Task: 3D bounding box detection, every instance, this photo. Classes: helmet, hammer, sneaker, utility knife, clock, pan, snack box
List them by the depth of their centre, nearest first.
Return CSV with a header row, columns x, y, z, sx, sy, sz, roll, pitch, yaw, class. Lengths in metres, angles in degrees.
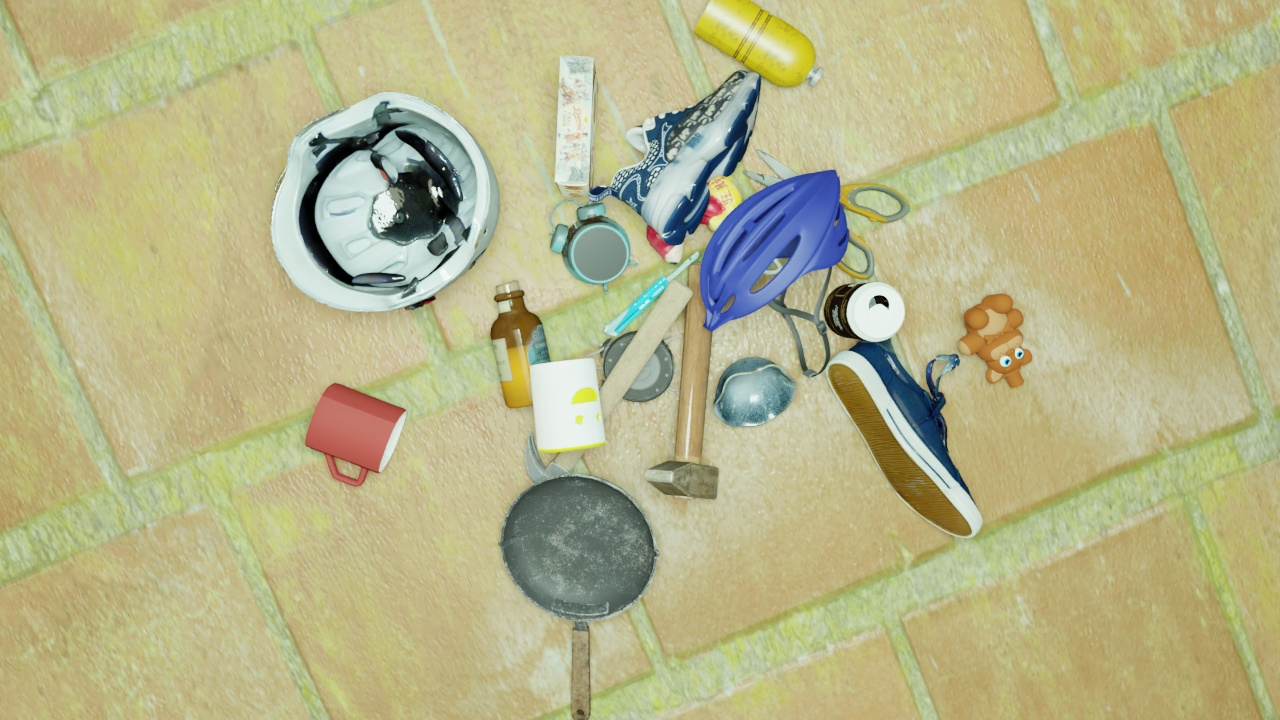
x,y,z,sx,sy,sz,roll,pitch,yaw,class
-0.293,-0.179,1.097,0.264,0.163,0.236,-36,91,6,helmet
-0.076,-0.277,1.109,0.041,0.143,0.147,3,94,-1,snack box
0.050,-0.268,1.121,0.132,0.103,0.268,25,66,16,sneaker
0.187,-0.100,1.125,0.241,0.148,0.227,-41,107,-1,helmet
-0.036,0.042,1.152,0.119,0.030,0.332,33,109,-1,hammer
0.065,0.022,1.157,0.037,0.157,0.300,1,81,25,hammer
-0.063,-0.149,1.161,0.090,0.053,0.124,-42,107,2,clock
0.014,-0.087,1.175,0.158,0.015,0.022,-43,135,14,utility knife
-0.007,0.007,1.182,0.123,0.043,0.091,-2,99,2,clock
0.370,0.089,1.191,0.127,0.121,0.294,-34,93,-23,sneaker
-0.078,0.310,1.195,0.208,0.040,0.357,3,105,8,pan

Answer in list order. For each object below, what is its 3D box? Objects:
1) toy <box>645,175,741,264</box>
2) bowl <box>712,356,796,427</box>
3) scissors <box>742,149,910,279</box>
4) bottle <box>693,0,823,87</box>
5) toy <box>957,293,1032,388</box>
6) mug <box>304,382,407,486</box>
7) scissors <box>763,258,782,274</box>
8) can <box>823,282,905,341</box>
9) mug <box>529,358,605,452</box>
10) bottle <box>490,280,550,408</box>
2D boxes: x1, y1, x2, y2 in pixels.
x,y,z,sx,sy,sz,roll,pitch,yaw,class
0.062,-0.194,1.164,0.137,0.067,0.105,-40,80,-5,toy
0.141,0.032,1.178,0.110,0.055,0.111,-9,135,-9,bowl
0.235,-0.192,1.195,0.225,0.016,0.166,15,93,-4,scissors
0.154,-0.398,1.149,0.164,0.071,0.071,31,92,-5,bottle
0.469,-0.021,1.197,0.095,0.065,0.128,-31,100,-3,toy
-0.362,0.099,1.155,0.096,0.080,0.116,22,100,-4,mug
0.142,-0.162,1.196,0.133,0.012,0.084,28,95,0,scissors
0.279,-0.061,1.150,0.072,0.128,0.072,0,94,-3,can
-0.089,0.054,1.110,0.082,0.082,0.106,-7,89,-3,mug
-0.153,-0.022,1.162,0.068,0.068,0.157,-12,95,-2,bottle
